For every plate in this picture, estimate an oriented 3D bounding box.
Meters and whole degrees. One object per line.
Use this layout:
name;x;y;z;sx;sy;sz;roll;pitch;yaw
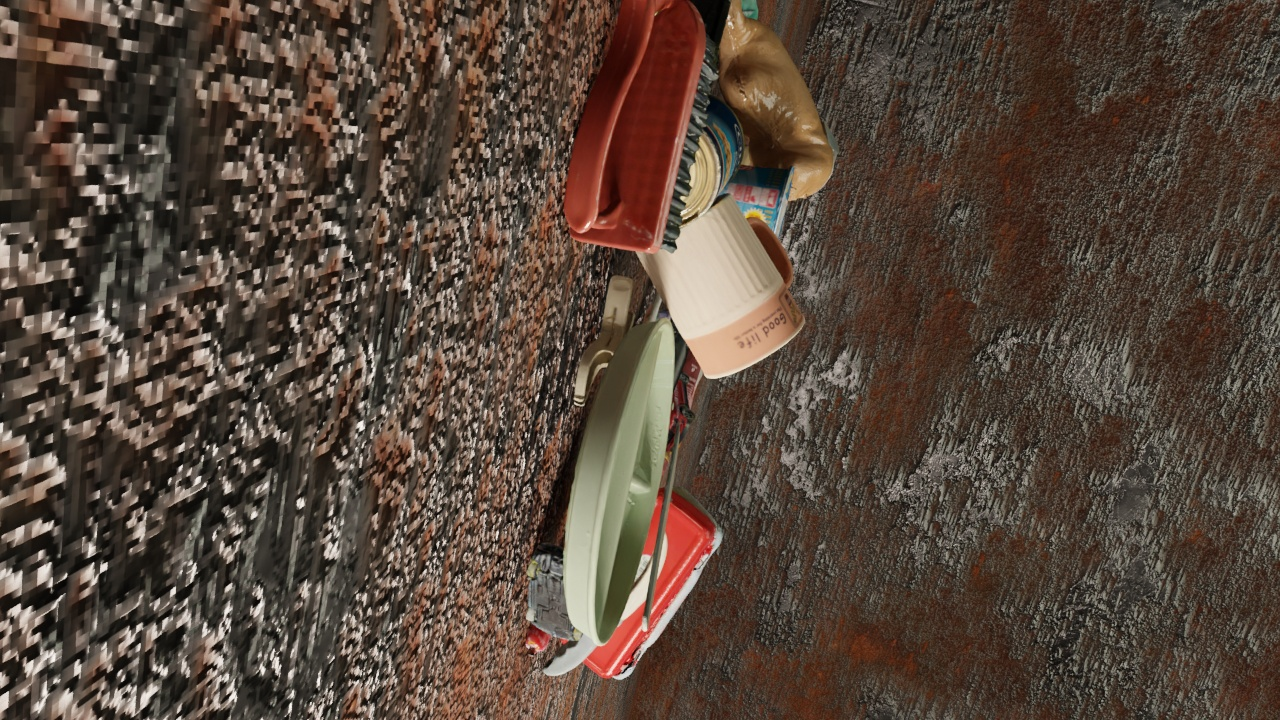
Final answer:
plate;-0.012;0.081;0.645;0.230;0.027;0.230;11;89;-80

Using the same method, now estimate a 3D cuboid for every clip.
clip;-0.022;-0.011;0.681;0.064;0.034;0.098;87;17;-65

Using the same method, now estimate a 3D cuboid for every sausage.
sausage;-0.067;0.182;0.789;0.020;0.020;0.155;96;12;-51

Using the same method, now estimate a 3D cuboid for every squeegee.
squeegee;-0.022;0.217;0.824;0.247;0.039;0.245;-57;-171;30

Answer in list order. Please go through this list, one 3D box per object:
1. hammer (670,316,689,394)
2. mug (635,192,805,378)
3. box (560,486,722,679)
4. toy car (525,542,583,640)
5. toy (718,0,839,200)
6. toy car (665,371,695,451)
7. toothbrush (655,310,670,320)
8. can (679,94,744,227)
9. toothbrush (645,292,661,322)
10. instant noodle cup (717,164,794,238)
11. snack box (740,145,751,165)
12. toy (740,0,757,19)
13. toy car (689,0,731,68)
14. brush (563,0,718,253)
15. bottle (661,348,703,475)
hammer;0.014;0.038;0.902;0.128;0.033;0.300;30;81;-77
mug;0.065;-0.062;0.660;0.114;0.106;0.082;-40;-165;-36
box;0.006;0.224;0.924;0.201;0.090;0.068;-58;163;13
toy car;-0.061;0.178;0.705;0.031;0.049;0.106;-59;164;-45
toy;0.121;-0.265;0.891;0.226;0.083;0.143;62;21;-19
toy car;0.026;0.049;0.999;0.053;0.045;0.120;-60;-159;27
toothbrush;0.000;0.032;0.974;0.029;0.021;0.188;-18;-131;60
can;0.025;-0.135;0.613;0.111;0.075;0.075;-57;161;-64
toothbrush;-0.005;0.005;0.853;0.027;0.026;0.223;87;19;-57
instant noodle cup;0.074;-0.139;0.833;0.099;0.110;0.099;16;89;-82
snack box;0.077;-0.134;1.037;0.240;0.063;0.114;87;20;-67
toy;0.101;-0.341;0.947;0.096;0.030;0.092;-22;123;-71
toy car;0.040;-0.239;0.646;0.035;0.042;0.090;-86;-170;-80
brush;-0.001;-0.135;0.510;0.069;0.063;0.146;13;92;-53
bottle;0.034;0.055;1.119;0.057;0.057;0.174;90;17;-62
